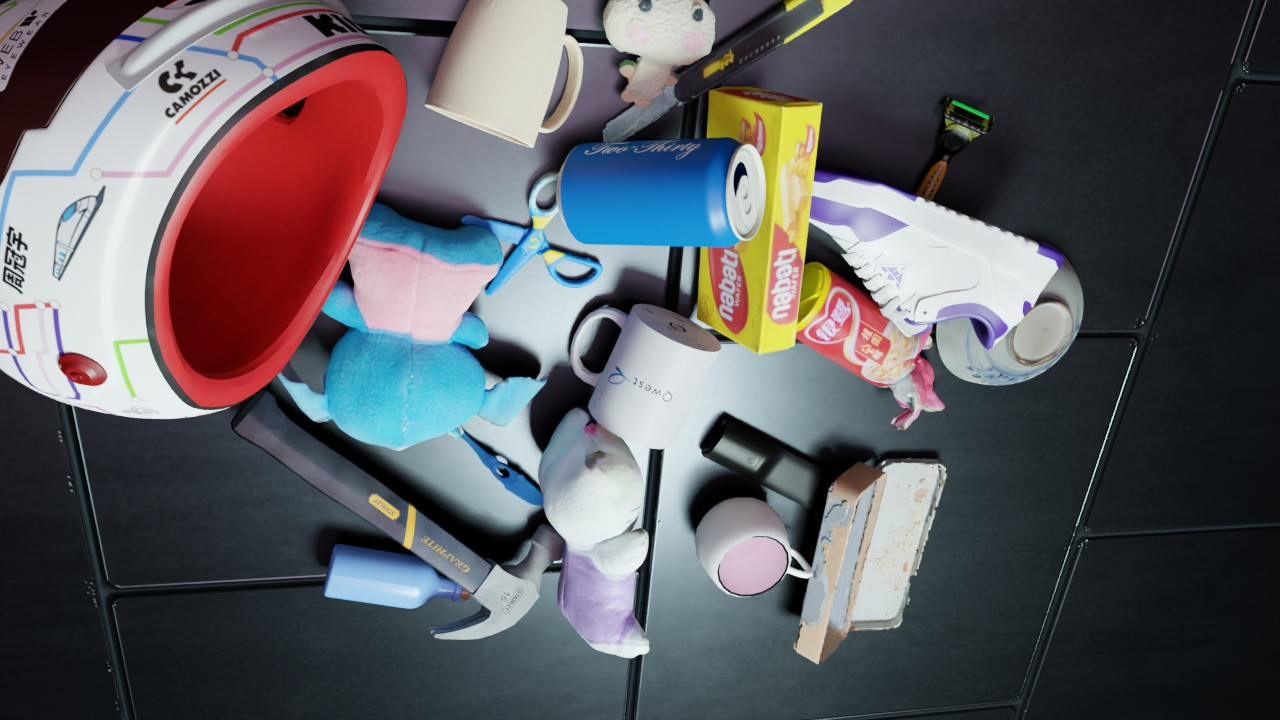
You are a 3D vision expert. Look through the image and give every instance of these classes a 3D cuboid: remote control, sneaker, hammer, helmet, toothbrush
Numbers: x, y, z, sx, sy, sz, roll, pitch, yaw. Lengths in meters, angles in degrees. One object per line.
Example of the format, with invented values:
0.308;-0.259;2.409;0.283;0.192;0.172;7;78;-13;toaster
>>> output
0.127;0.103;0.897;0.140;0.021;0.045;27;108;-24;remote control
0.217;-0.083;0.770;0.244;0.091;0.111;20;106;-4;sneaker
-0.215;0.130;0.811;0.312;0.035;0.139;42;73;-20;hammer
-0.311;-0.118;0.577;0.236;0.230;0.315;34;111;8;helmet
-0.132;0.095;0.839;0.021;0.016;0.132;-40;116;10;toothbrush

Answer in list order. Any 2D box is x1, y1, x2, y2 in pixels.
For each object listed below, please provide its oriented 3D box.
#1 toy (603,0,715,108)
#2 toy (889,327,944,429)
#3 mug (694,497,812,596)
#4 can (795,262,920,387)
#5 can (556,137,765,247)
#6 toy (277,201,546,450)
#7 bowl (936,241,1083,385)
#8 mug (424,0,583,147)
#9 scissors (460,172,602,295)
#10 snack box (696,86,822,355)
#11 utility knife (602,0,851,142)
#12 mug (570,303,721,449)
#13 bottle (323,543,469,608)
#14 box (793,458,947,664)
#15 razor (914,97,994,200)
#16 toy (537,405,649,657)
0.014;-0.250;0.689;0.087;0.050;0.112;6;97;-19;toy
0.256;0.009;0.871;0.065;0.050;0.102;-24;119;-41;toy
0.113;0.183;0.900;0.123;0.076;0.090;21;109;-21;mug
0.184;-0.031;0.818;0.124;0.066;0.067;28;106;-23;can
0.014;-0.126;0.693;0.146;0.078;0.079;5;121;29;can
-0.173;-0.021;0.736;0.223;0.099;0.191;8;103;-20;toy
0.359;-0.034;0.858;0.150;0.056;0.151;-7;115;-14;bowl
-0.089;-0.215;0.670;0.111;0.085;0.104;11;103;-47;mug
-0.085;-0.102;0.756;0.125;0.014;0.131;15;111;-18;scissors
0.091;-0.113;0.742;0.042;0.092;0.201;-14;120;-29;snack box
0.066;-0.235;0.724;0.234;0.020;0.029;-32;115;6;utility knife
-0.005;0.005;0.795;0.119;0.083;0.096;28;109;7;mug
-0.223;0.205;0.853;0.131;0.048;0.048;14;111;-18;bottle
0.234;0.205;0.953;0.156;0.071;0.217;-5;117;-23;box
0.252;-0.152;0.801;0.044;0.021;0.144;24;108;-1;razor
-0.042;0.151;0.817;0.085;0.137;0.209;-8;107;-12;toy
